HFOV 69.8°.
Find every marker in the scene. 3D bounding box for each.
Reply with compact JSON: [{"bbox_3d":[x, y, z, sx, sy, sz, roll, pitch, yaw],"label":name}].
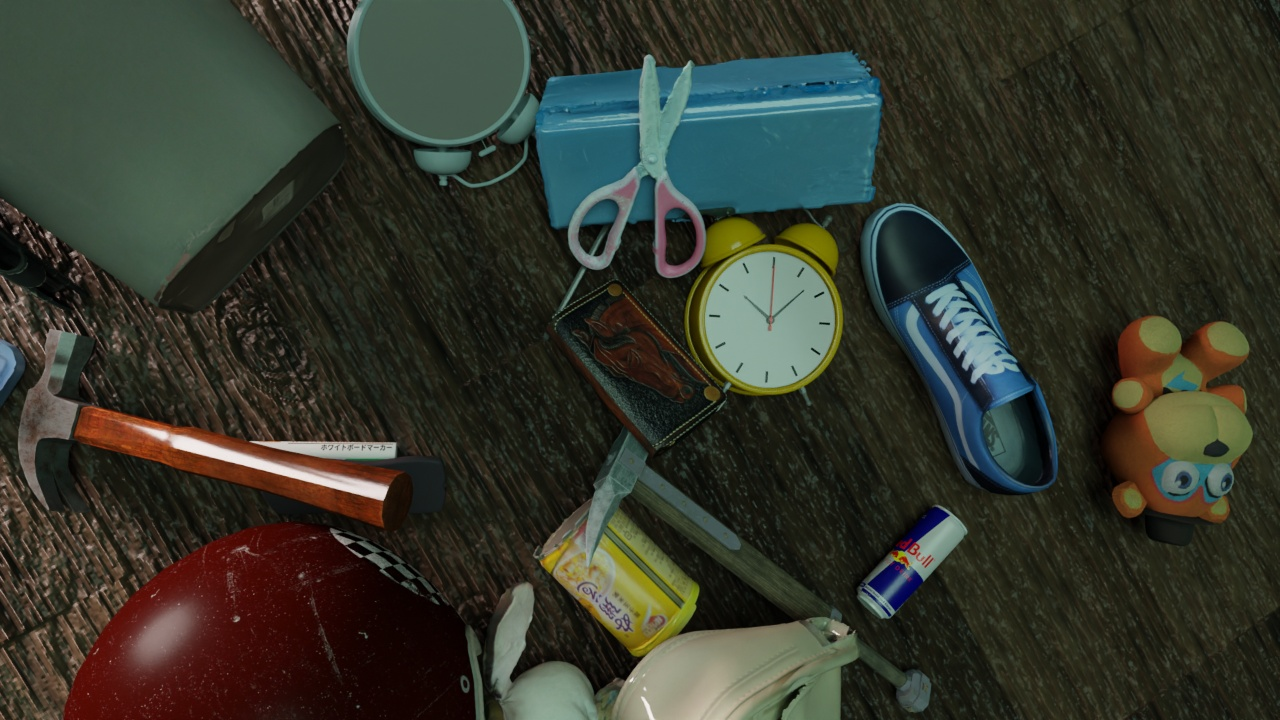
[{"bbox_3d":[-0.244,0.064,0.635,0.145,0.017,0.017,1,87,-10],"label":"marker"}]

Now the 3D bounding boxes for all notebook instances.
[{"bbox_3d":[-0.413,-0.100,0.516,0.169,0.209,0.029,38,75,-5],"label":"notebook"}]

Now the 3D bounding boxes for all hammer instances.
[{"bbox_3d":[0.096,0.165,0.663,0.317,0.028,0.146,39,47,-13],"label":"hammer"},{"bbox_3d":[-0.263,0.055,0.547,0.301,0.028,0.111,9,83,24],"label":"hammer"}]

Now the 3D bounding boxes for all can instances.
[{"bbox_3d":[-0.016,0.150,0.646,0.105,0.068,0.067,45,81,-5],"label":"can"},{"bbox_3d":[0.206,0.154,0.701,0.095,0.032,0.032,-44,95,-9],"label":"can"}]

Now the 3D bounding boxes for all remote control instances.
[{"bbox_3d":[-0.198,0.086,0.638,0.124,0.009,0.046,1,117,-9],"label":"remote control"}]

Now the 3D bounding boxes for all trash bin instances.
[{"bbox_3d":[-0.315,-0.158,0.551,0.220,0.197,0.197,43,80,-12],"label":"trash bin"}]

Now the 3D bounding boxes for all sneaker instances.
[{"bbox_3d":[0.248,-0.012,0.681,0.083,0.098,0.241,-25,92,-10],"label":"sneaker"}]

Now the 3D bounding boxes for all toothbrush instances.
[{"bbox_3d":[-0.030,-0.087,0.680,0.013,0.013,0.167,28,84,0],"label":"toothbrush"}]

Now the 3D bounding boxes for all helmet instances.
[{"bbox_3d":[-0.205,0.221,0.545,0.234,0.254,0.233,42,81,10],"label":"helmet"}]

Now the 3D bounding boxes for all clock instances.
[{"bbox_3d":[0.093,-0.044,0.681,0.113,0.052,0.152,3,91,-10],"label":"clock"},{"bbox_3d":[-0.132,-0.198,0.636,0.122,0.045,0.159,-29,112,-8],"label":"clock"}]

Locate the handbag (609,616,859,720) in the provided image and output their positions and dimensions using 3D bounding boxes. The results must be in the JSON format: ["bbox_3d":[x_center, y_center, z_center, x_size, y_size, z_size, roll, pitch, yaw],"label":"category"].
[{"bbox_3d":[0.091,0.283,0.585,0.183,0.132,0.229,-17,117,-35],"label":"handbag"}]

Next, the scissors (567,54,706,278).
[{"bbox_3d":[-0.010,-0.125,0.611,0.108,0.179,0.016,-1,46,3],"label":"scissors"}]

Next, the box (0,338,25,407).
[{"bbox_3d":[-0.507,-0.025,0.572,0.210,0.064,0.069,30,86,-7],"label":"box"}]

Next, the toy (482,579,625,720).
[{"bbox_3d":[-0.038,0.251,0.641,0.205,0.130,0.106,29,127,-27],"label":"toy"}]

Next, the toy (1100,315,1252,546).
[{"bbox_3d":[0.416,0.055,0.717,0.112,0.096,0.176,3,99,-10],"label":"toy"}]

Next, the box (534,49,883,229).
[{"bbox_3d":[0.046,-0.168,0.658,0.231,0.094,0.110,-5,46,3],"label":"box"}]

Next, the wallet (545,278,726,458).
[{"bbox_3d":[-0.004,0.004,0.650,0.072,0.019,0.123,-34,75,-31],"label":"wallet"}]
